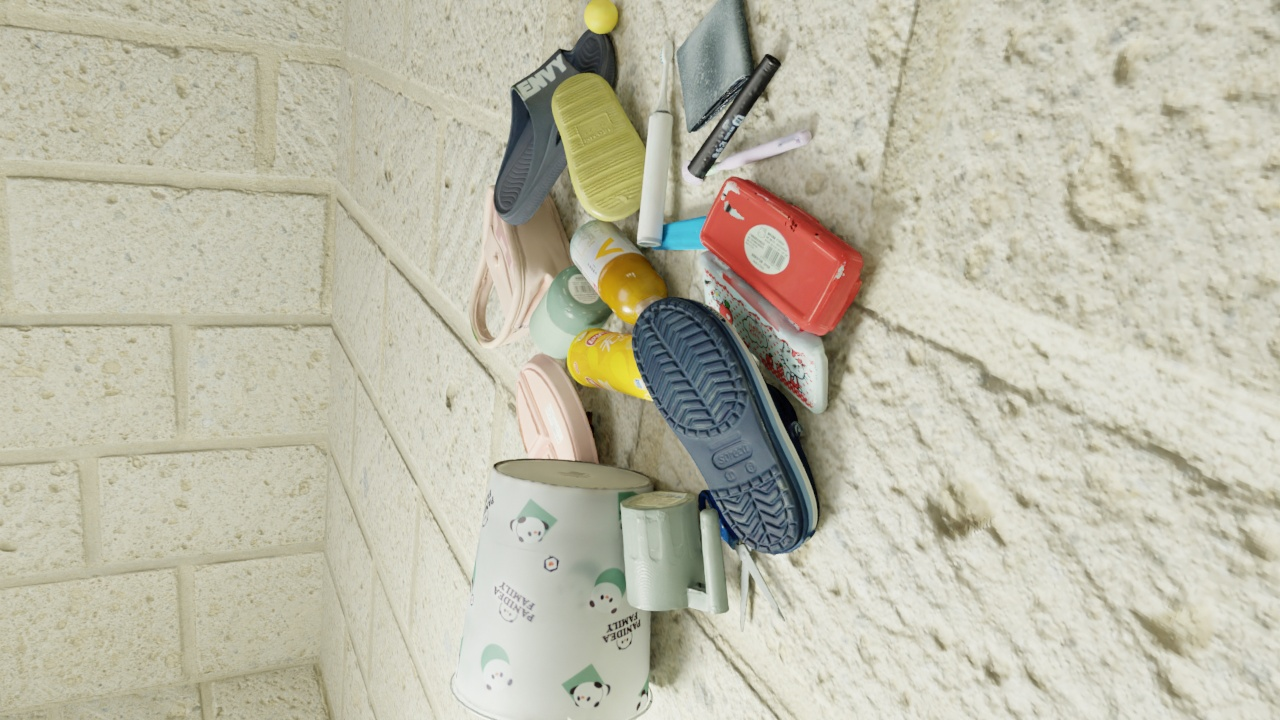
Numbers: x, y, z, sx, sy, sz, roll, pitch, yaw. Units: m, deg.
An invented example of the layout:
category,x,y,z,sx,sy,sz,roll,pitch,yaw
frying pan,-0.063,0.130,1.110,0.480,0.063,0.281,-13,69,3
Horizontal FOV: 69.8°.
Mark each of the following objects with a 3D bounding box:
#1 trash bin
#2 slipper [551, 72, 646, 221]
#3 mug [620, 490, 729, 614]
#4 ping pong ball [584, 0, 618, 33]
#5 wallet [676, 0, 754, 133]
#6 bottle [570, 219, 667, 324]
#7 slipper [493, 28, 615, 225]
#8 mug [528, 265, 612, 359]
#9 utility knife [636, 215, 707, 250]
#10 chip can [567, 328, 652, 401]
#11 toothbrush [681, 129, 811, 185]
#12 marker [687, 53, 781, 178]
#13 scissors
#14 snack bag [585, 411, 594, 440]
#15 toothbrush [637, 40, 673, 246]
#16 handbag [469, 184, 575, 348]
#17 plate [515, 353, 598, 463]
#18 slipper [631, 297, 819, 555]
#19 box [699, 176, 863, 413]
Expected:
category,x,y,z,sx,sy,sz,roll,pitch,yaw
trash bin,-0.088,0.249,1.033,0.230,0.229,0.252,11,96,62
slipper,-0.042,-0.243,1.068,0.081,0.092,0.190,51,-162,-73
mug,0.037,0.193,0.926,0.124,0.083,0.103,-1,97,47
ping pong ball,-0.047,-0.410,1.092,0.040,0.040,0.040,6,97,62
wallet,0.071,-0.294,0.903,0.121,0.019,0.097,-30,64,61
bottle,-0.019,-0.093,1.030,0.189,0.068,0.068,53,136,47
slipper,-0.124,-0.294,1.139,0.269,0.083,0.110,-57,44,18
mug,-0.080,-0.073,1.146,0.107,0.082,0.111,-49,18,52
utility knife,0.035,-0.133,0.978,0.191,0.018,0.034,10,94,64
chip can,-0.006,0.006,1.010,0.214,0.072,0.072,11,101,61
toothbrush,0.097,-0.190,0.860,0.029,0.021,0.189,54,157,-19
marker,0.085,-0.225,0.852,0.132,0.020,0.022,-53,26,34
scissors,0.099,0.173,0.881,0.176,0.012,0.163,49,132,52
snack bag,-0.086,0.084,1.210,0.105,0.026,0.045,7,99,62
toothbrush,0.019,-0.233,0.982,0.026,0.026,0.221,180,95,-70
handbag,-0.189,-0.115,1.302,0.235,0.093,0.193,-53,45,42
plate,-0.116,0.104,1.217,0.229,0.028,0.230,41,139,50
slipper,0.089,0.048,0.821,0.105,0.095,0.252,-38,75,36
box,0.112,-0.062,0.806,0.201,0.060,0.161,-130,42,-51
